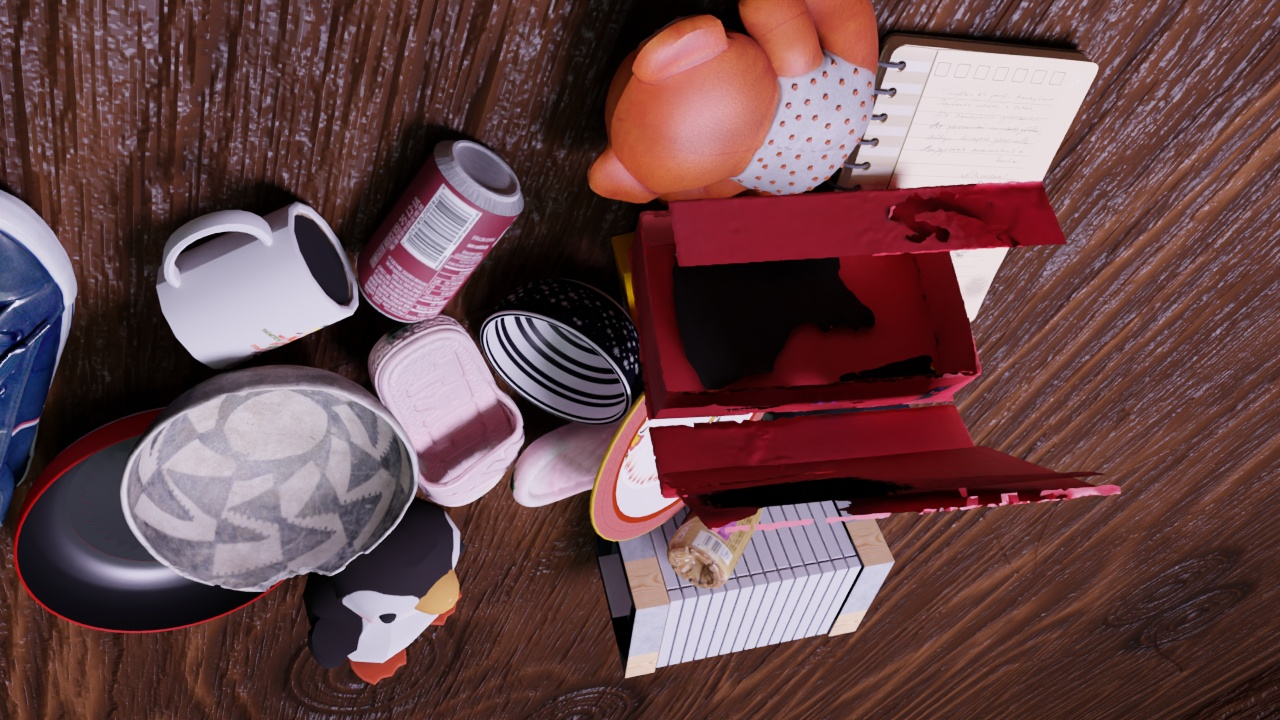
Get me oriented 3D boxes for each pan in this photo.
[{"bbox_3d":[-0.288,0.081,0.702,0.356,0.067,0.209,-35,138,-6],"label":"pan"}]

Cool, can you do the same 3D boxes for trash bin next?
[{"bbox_3d":[0.093,0.195,0.914,0.246,0.142,0.143,-7,139,-12],"label":"trash bin"}]

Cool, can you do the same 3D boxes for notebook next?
[{"bbox_3d":[0.208,-0.117,0.662,0.167,0.024,0.226,0,131,-15],"label":"notebook"}]

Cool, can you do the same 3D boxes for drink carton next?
[{"bbox_3d":[0.018,-0.042,0.692,0.058,0.040,0.123,-14,140,-4],"label":"drink carton"}]

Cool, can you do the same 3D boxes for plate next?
[{"bbox_3d":[0.040,0.046,0.727,0.229,0.021,0.230,-37,150,-26],"label":"plate"}]

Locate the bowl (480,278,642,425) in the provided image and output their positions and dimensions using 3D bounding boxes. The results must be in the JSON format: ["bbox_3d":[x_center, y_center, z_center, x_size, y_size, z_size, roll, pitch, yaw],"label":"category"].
[{"bbox_3d":[-0.048,-0.016,0.666,0.120,0.066,0.120,20,147,14],"label":"bowl"}]

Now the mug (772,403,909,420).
[{"bbox_3d":[0.167,0.046,0.798,0.095,0.085,0.121,-18,130,43],"label":"mug"}]

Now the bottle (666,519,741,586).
[{"bbox_3d":[0.085,0.128,0.835,0.060,0.165,0.060,22,140,20],"label":"bottle"}]

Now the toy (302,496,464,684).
[{"bbox_3d":[-0.216,0.168,0.766,0.158,0.140,0.185,-44,175,-36],"label":"toy"}]

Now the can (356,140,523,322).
[{"bbox_3d":[-0.127,-0.080,0.577,0.063,0.063,0.114,21,127,-37],"label":"can"}]

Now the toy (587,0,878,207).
[{"bbox_3d":[0.053,-0.151,0.550,0.172,0.092,0.164,-8,144,-31],"label":"toy"}]

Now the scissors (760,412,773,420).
[{"bbox_3d":[0.156,0.071,0.868,0.122,0.019,0.148,-43,112,-28],"label":"scissors"}]

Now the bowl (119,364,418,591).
[{"bbox_3d":[-0.246,0.065,0.618,0.178,0.081,0.179,-14,131,-16],"label":"bowl"}]

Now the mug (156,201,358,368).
[{"bbox_3d":[-0.237,-0.052,0.554,0.089,0.073,0.105,-23,152,6],"label":"mug"}]

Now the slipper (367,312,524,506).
[{"bbox_3d":[-0.136,0.056,0.699,0.094,0.064,0.240,-31,151,-16],"label":"slipper"}]

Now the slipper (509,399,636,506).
[{"bbox_3d":[-0.009,0.081,0.791,0.221,0.055,0.107,-10,138,-33],"label":"slipper"}]

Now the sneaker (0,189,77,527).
[{"bbox_3d":[-0.419,0.028,0.550,0.120,0.127,0.295,8,132,-30],"label":"sneaker"}]

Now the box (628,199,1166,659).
[{"bbox_3d":[0.116,0.034,0.545,0.211,0.317,0.121,-3,136,-9],"label":"box"}]
